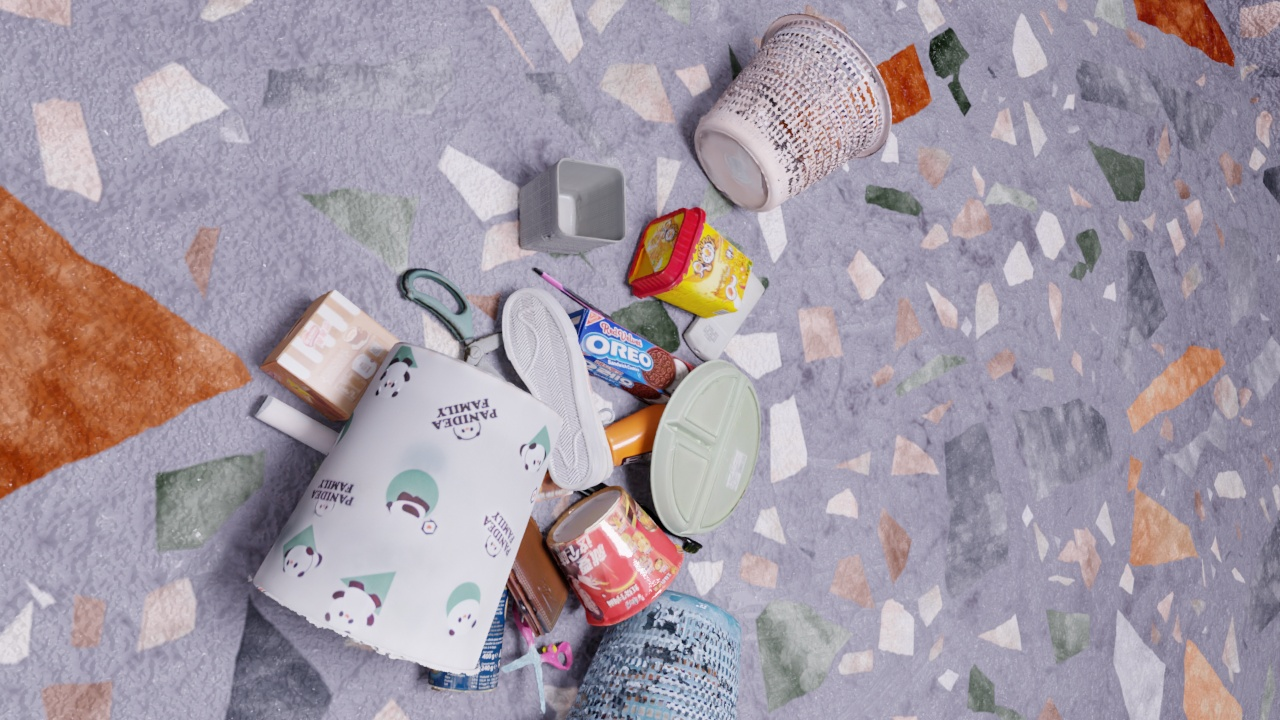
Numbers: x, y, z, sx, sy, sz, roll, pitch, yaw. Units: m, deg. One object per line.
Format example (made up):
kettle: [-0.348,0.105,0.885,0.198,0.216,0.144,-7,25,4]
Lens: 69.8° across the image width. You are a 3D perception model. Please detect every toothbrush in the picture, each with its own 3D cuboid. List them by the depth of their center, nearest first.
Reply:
toothbrush: [-0.298,0.102,0.961,0.221,0.027,0.026,35,33,-26]
toothbrush: [-0.057,-0.065,1.146,0.189,0.014,0.017,35,57,-25]
toothbrush: [-0.001,0.194,1.148,0.212,0.026,0.027,34,101,-27]

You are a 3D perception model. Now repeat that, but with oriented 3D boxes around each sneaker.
sneaker: [-0.084,0.029,1.056,0.090,0.090,0.242,4,66,-65]

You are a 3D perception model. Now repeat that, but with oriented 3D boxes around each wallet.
wallet: [-0.124,0.232,1.021,0.032,0.101,0.124,-24,102,12]

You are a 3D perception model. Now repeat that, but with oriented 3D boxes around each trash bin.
trash bin: [-0.205,0.134,0.878,0.229,0.230,0.251,30,76,-27]
trash bin: [0.025,0.378,1.049,0.226,0.227,0.194,35,54,-25]
trash bin: [0.188,-0.312,1.231,0.191,0.228,0.227,-43,108,-16]

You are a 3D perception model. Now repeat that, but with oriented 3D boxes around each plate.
plate: [0.090,0.113,1.162,0.229,0.027,0.230,-19,114,-48]

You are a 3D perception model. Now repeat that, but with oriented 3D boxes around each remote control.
remote control: [0.115,-0.066,1.254,0.058,0.021,0.149,46,63,-19]

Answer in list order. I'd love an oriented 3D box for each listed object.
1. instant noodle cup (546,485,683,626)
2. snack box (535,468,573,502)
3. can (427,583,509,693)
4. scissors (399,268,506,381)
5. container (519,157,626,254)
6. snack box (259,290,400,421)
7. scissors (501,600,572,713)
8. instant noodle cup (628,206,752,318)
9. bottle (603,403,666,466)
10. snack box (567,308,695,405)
instant noodle cup: [-0.036,0.220,1.057,0.137,0.138,0.108,-42,104,-30]
snack box: [-0.147,0.128,1.046,0.153,0.026,0.075,-5,88,-42]
can: [-0.184,0.294,0.985,0.075,0.075,0.111,11,79,-32]
scissors: [-0.226,-0.017,1.013,0.174,0.019,0.170,-41,100,-38]
container: [-0.085,-0.175,1.078,0.090,0.114,0.090,3,83,-33]
snack box: [-0.312,-0.003,0.932,0.094,0.077,0.092,42,64,-23]
scissors: [-0.119,0.327,1.034,0.133,0.017,0.136,8,58,-62]
instant noodle cup: [0.068,-0.117,1.171,0.123,0.116,0.116,28,70,-27]
bottle: [-0.018,0.100,1.127,0.149,0.067,0.067,-17,94,-26]
snack box: [-0.007,0.007,1.145,0.207,0.058,0.057,29,67,-28]
